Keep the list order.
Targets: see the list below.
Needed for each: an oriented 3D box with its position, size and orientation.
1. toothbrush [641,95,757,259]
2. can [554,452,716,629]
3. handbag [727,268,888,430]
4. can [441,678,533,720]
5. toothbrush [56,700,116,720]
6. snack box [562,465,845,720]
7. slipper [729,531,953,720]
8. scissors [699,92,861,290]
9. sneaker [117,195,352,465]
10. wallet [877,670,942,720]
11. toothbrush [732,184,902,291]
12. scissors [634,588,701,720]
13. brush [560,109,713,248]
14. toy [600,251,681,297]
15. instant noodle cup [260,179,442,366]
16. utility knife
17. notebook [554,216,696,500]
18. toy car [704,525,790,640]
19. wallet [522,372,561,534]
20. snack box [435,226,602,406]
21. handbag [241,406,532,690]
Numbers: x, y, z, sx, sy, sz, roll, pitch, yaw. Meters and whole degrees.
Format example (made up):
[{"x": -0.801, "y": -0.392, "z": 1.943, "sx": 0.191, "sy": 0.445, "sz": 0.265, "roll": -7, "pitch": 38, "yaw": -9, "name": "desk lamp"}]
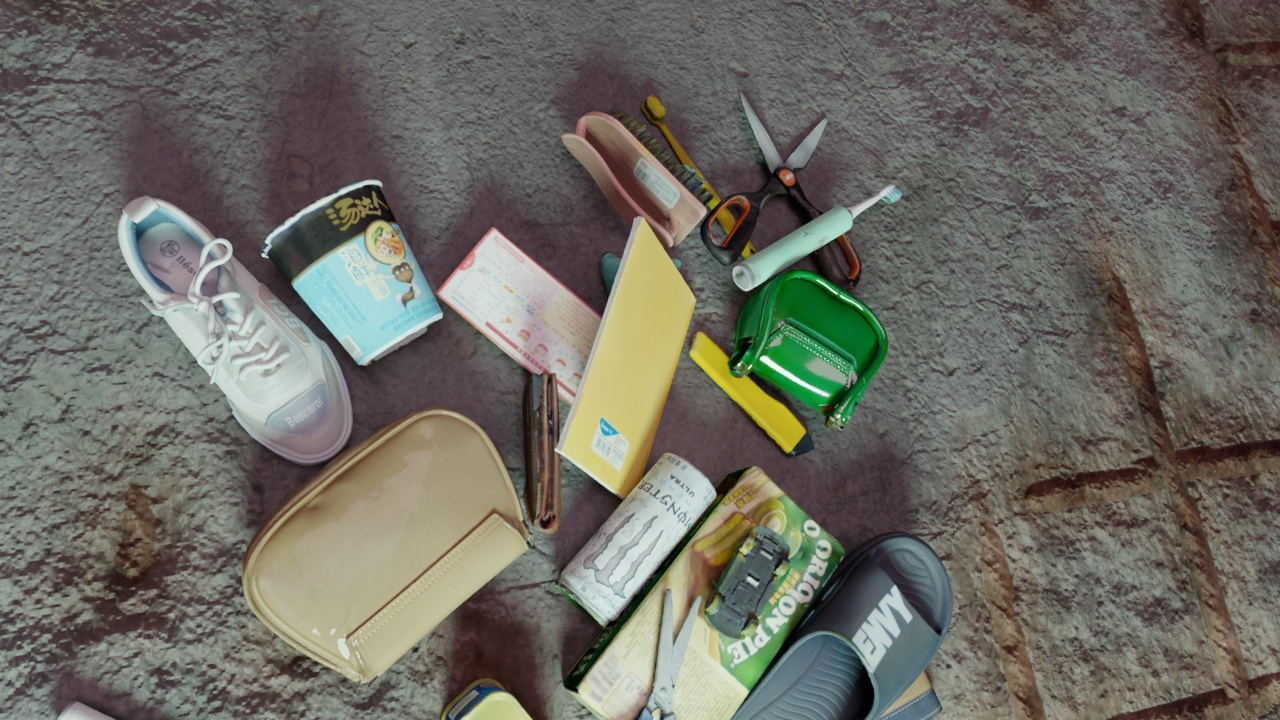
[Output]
[{"x": 0.059, "y": -0.176, "z": 0.890, "sx": 0.015, "sy": 0.017, "sz": 0.190, "roll": -33, "pitch": 87, "yaw": -22, "name": "toothbrush"}, {"x": -0.003, "y": 0.147, "z": 0.759, "sx": 0.058, "sy": 0.058, "sz": 0.146, "roll": 43, "pitch": 72, "yaw": -2, "name": "can"}, {"x": 0.153, "y": -0.010, "z": 0.841, "sx": 0.131, "sy": 0.068, "sz": 0.120, "roll": 29, "pitch": 60, "yaw": -10, "name": "handbag"}, {"x": -0.098, "y": 0.291, "z": 0.683, "sx": 0.057, "sy": 0.083, "sz": 0.102, "roll": -39, "pitch": 89, "yaw": -22, "name": "can"}, {"x": -0.305, "y": 0.301, "z": 0.648, "sx": 0.221, "sy": 0.027, "sz": 0.026, "roll": 30, "pitch": 47, "yaw": -7, "name": "toothbrush"}, {"x": 0.055, "y": 0.212, "z": 0.763, "sx": 0.114, "sy": 0.063, "sz": 0.239, "roll": 42, "pitch": 68, "yaw": -3, "name": "snack box"}, {"x": 0.164, "y": 0.258, "z": 0.747, "sx": 0.110, "sy": 0.083, "sz": 0.268, "roll": 44, "pitch": 82, "yaw": 5, "name": "slipper"}, {"x": 0.144, "y": -0.160, "z": 0.902, "sx": 0.221, "sy": 0.022, "sz": 0.233, "roll": 49, "pitch": 61, "yaw": -3, "name": "scissors"}, {"x": -0.306, "y": -0.027, "z": 0.701, "sx": 0.089, "sy": 0.091, "sz": 0.242, "roll": -40, "pitch": 90, "yaw": -21, "name": "sneaker"}, {"x": 0.208, "y": 0.273, "z": 0.810, "sx": 0.090, "sy": 0.033, "sz": 0.115, "roll": -19, "pitch": 81, "yaw": -23, "name": "wallet"}, {"x": 0.173, "y": -0.124, "z": 0.876, "sx": 0.224, "sy": 0.027, "sz": 0.027, "roll": -32, "pitch": 67, "yaw": -28, "name": "toothbrush"}, {"x": 0.006, "y": 0.261, "z": 0.695, "sx": 0.140, "sy": 0.012, "sz": 0.171, "roll": -14, "pitch": 81, "yaw": -19, "name": "scissors"}, {"x": -0.005, "y": -0.171, "z": 0.844, "sx": 0.145, "sy": 0.063, "sz": 0.072, "roll": 45, "pitch": 58, "yaw": -1, "name": "brush"}, {"x": -0.003, "y": -0.059, "z": 0.832, "sx": 0.096, "sy": 0.030, "sz": 0.092, "roll": -15, "pitch": 83, "yaw": -11, "name": "toy"}, {"x": -0.221, "y": -0.065, "z": 0.735, "sx": 0.111, "sy": 0.111, "sz": 0.120, "roll": -35, "pitch": 96, "yaw": -22, "name": "instant noodle cup"}, {"x": 0.102, "y": 0.033, "z": 0.850, "sx": 0.154, "sy": 0.015, "sz": 0.033, "roll": 45, "pitch": 62, "yaw": -1, "name": "utility knife"}, {"x": -0.005, "y": 0.004, "z": 0.771, "sx": 0.010, "sy": 0.146, "sz": 0.206, "roll": 8, "pitch": 69, "yaw": 26, "name": "notebook"}, {"x": 0.083, "y": 0.175, "z": 0.725, "sx": 0.043, "sy": 0.036, "sz": 0.091, "roll": 35, "pitch": 67, "yaw": -6, "name": "toy car"}, {"x": -0.079, "y": 0.077, "z": 0.736, "sx": 0.032, "sy": 0.101, "sz": 0.124, "roll": -2, "pitch": 76, "yaw": -9, "name": "wallet"}, {"x": -0.091, "y": -0.036, "z": 0.792, "sx": 0.156, "sy": 0.027, "sz": 0.077, "roll": 40, "pitch": 84, "yaw": -4, "name": "snack box"}, {"x": -0.189, "y": 0.135, "z": 0.694, "sx": 0.204, "sy": 0.100, "sz": 0.148, "roll": -39, "pitch": 97, "yaw": -22, "name": "handbag"}]
